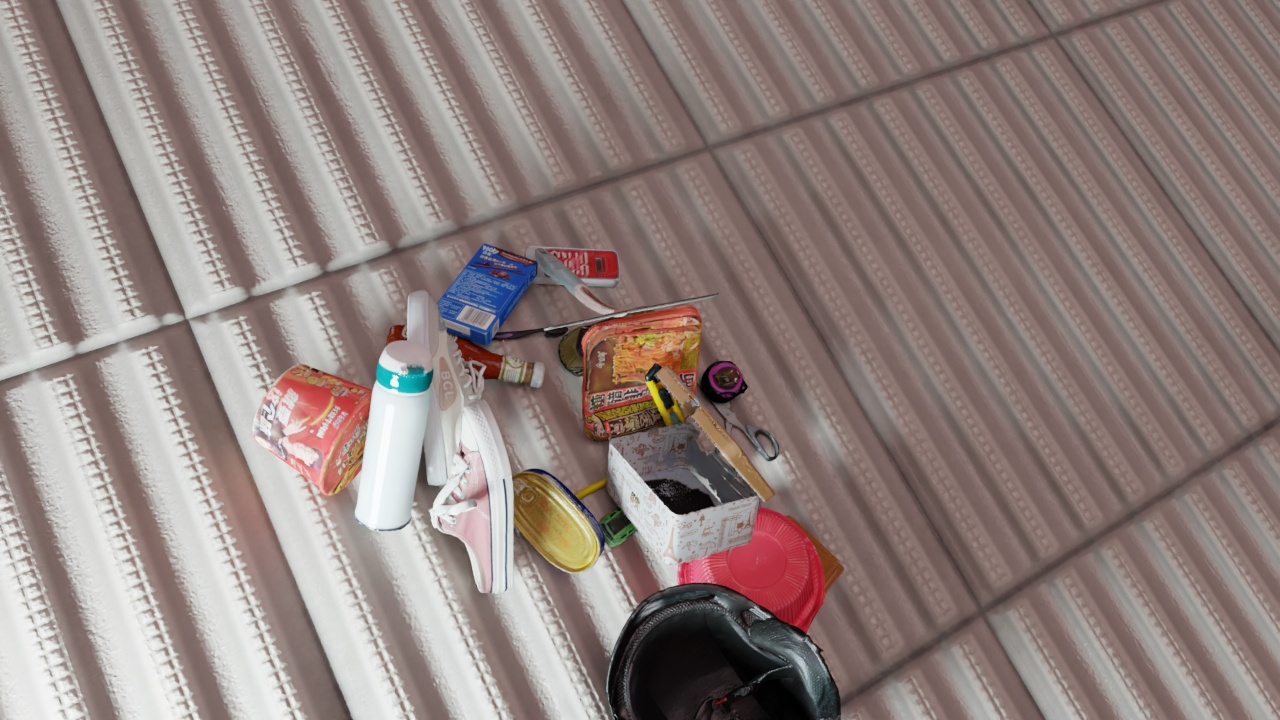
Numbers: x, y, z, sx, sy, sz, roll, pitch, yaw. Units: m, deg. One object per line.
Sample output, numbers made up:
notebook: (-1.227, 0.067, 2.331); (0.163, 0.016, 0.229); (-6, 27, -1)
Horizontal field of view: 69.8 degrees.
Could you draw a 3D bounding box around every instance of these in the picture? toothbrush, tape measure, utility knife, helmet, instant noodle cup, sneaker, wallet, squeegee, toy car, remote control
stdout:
toothbrush: (-0.040, 0.152, 1.211); (0.189, 0.016, 0.016); (-26, 71, -23)
tape measure: (0.115, 0.029, 1.281); (0.057, 0.039, 0.057); (-21, 71, -22)
utility knife: (0.043, 0.068, 1.211); (0.033, 0.165, 0.015); (-27, 37, -2)
helmet: (0.083, 0.387, 1.034); (0.233, 0.231, 0.274); (-34, 76, -17)
instant noodle cup: (0.144, 0.263, 1.163); (0.194, 0.066, 0.193); (1, 58, -2)
sneaker: (-0.231, 0.032, 1.125); (0.090, 0.089, 0.242); (-8, 101, -11)
wallet: (0.201, 0.290, 1.211); (0.119, 0.035, 0.130); (44, 65, 6)
squeegee: (-0.072, -0.093, 1.184); (0.247, 0.040, 0.250); (-14, 31, -32)
toy car: (-0.038, -0.026, 1.271); (0.158, 0.042, 0.070); (-22, 75, -19)
remote control: (-0.096, -0.134, 1.308); (0.136, 0.020, 0.055); (2, 69, -15)
toothbrush: (-0.191, -0.032, 1.248); (0.189, 0.017, 0.014); (-6, 59, -14)
instant noodle cup: (-0.007, 0.007, 1.210); (0.164, 0.189, 0.079); (-11, 38, -20)
sneaker: (-0.201, 0.167, 1.078); (0.087, 0.118, 0.241); (-7, 106, -21)
instant noodle cup: (-0.382, 0.076, 1.088); (0.108, 0.138, 0.137); (27, 64, 5)
toy car: (-0.013, 0.202, 1.189); (0.091, 0.036, 0.043); (-33, 79, -28)

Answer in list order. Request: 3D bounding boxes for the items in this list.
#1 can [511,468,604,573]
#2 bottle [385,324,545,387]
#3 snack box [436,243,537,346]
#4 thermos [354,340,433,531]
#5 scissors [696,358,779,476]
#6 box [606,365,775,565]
can: (-0.107, 0.197, 1.141); (0.148, 0.049, 0.074); (45, 95, 4)
bottle: (-0.227, 0.000, 1.196); (0.206, 0.060, 0.059); (11, 66, -11)
snack box: (-0.207, -0.090, 1.225); (0.084, 0.026, 0.156); (19, 48, 10)
thermos: (-0.286, 0.086, 1.066); (0.073, 0.225, 0.073); (12, 22, -5)
scissors: (0.126, 0.084, 1.288); (0.175, 0.014, 0.159); (25, 62, -2)
box: (0.065, 0.115, 1.120); (0.153, 0.181, 0.182); (-12, 34, -27)
